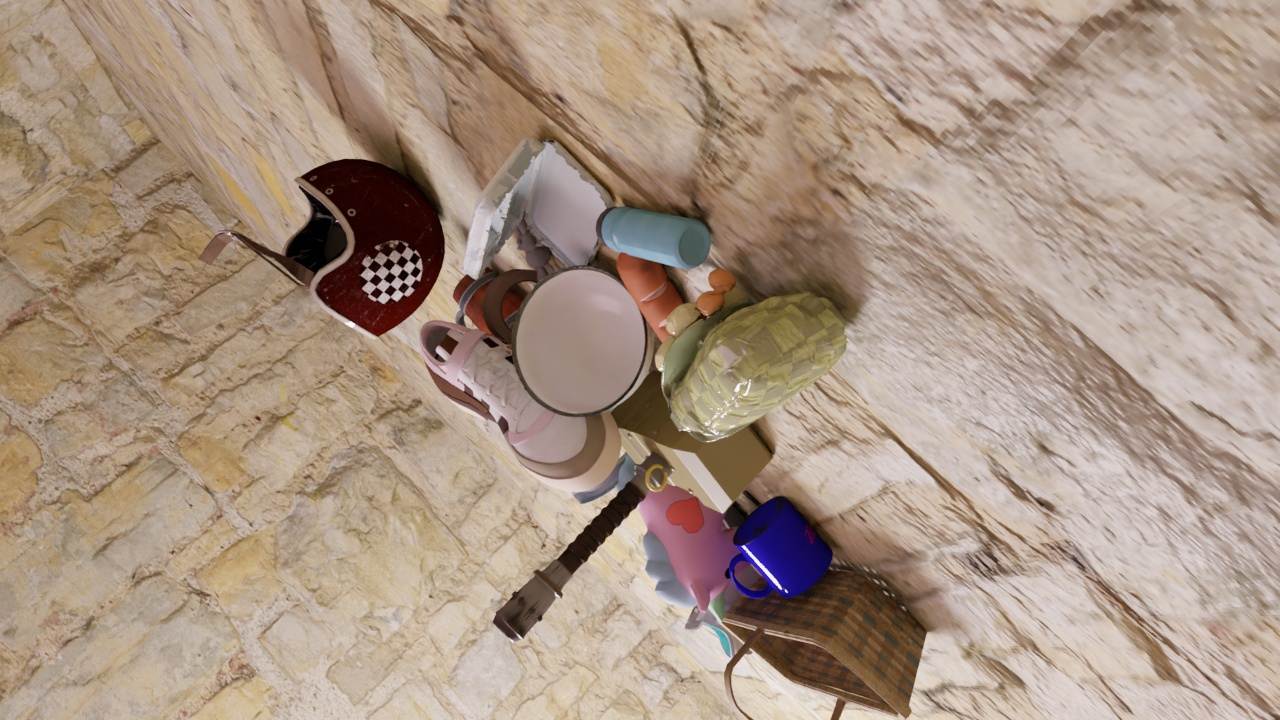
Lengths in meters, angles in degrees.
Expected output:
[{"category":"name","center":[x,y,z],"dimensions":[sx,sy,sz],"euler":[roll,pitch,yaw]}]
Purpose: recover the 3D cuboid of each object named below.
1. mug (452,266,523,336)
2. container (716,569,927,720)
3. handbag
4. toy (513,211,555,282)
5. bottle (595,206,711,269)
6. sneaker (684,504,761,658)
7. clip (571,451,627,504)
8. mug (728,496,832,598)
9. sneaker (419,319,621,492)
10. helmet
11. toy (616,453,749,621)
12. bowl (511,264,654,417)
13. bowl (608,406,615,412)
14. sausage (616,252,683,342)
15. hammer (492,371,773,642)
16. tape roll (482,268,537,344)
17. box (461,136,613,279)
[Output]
[{"category":"mug","center":[-0.203,-0.056,1.260],"dimensions":[0.111,0.081,0.118],"euler":[45,127,15]},{"category":"container","center":[0.191,0.353,1.073],"dimensions":[0.157,0.186,0.250],"euler":[42,159,-12]},{"category":"handbag","center":[0.078,-0.014,0.717],"dimensions":[0.117,0.113,0.187],"euler":[57,161,8]},{"category":"toy","center":[-0.116,-0.118,1.036],"dimensions":[0.049,0.030,0.112],"euler":[-2,126,48]},{"category":"bottle","center":[0.005,-0.106,0.770],"dimensions":[0.130,0.040,0.040],"euler":[22,151,52]},{"category":"sneaker","center":[0.083,0.267,1.224],"dimensions":[0.256,0.160,0.093],"euler":[44,163,0]},{"category":"clip","center":[-0.018,0.120,1.264],"dimensions":[0.031,0.169,0.164],"euler":[50,-165,-15]},{"category":"mug","center":[0.151,0.224,1.055],"dimensions":[0.083,0.111,0.079],"euler":[48,-173,-7]},{"category":"sneaker","center":[-0.144,0.032,1.009],"dimensions":[0.294,0.111,0.116],"euler":[35,173,35]},{"category":"helmet","center":[-0.396,-0.148,1.235],"dimensions":[0.234,0.253,0.233],"euler":[40,175,-37]},{"category":"toy","center":[0.047,0.204,1.136],"dimensions":[0.222,0.170,0.120],"euler":[37,163,-4]},{"category":"bowl","center":[-0.052,-0.018,0.953],"dimensions":[0.153,0.153,0.072],"euler":[40,-169,19]},{"category":"bowl","center":[-0.090,0.024,1.127],"dimensions":[0.151,0.150,0.077],"euler":[38,132,23]},{"category":"sausage","center":[0.028,-0.042,0.861],"dimensions":[0.044,0.039,0.164],"euler":[9,140,54]},{"category":"hammer","center":[-0.032,0.168,0.985],"dimensions":[0.101,0.324,0.190],"euler":[53,162,-24]},{"category":"tape roll","center":[-0.142,-0.064,1.110],"dimensions":[0.094,0.093,0.030],"euler":[54,161,-24]},{"category":"box","center":[-0.112,-0.125,0.889],"dimensions":[0.130,0.105,0.211],"euler":[41,163,3]}]
